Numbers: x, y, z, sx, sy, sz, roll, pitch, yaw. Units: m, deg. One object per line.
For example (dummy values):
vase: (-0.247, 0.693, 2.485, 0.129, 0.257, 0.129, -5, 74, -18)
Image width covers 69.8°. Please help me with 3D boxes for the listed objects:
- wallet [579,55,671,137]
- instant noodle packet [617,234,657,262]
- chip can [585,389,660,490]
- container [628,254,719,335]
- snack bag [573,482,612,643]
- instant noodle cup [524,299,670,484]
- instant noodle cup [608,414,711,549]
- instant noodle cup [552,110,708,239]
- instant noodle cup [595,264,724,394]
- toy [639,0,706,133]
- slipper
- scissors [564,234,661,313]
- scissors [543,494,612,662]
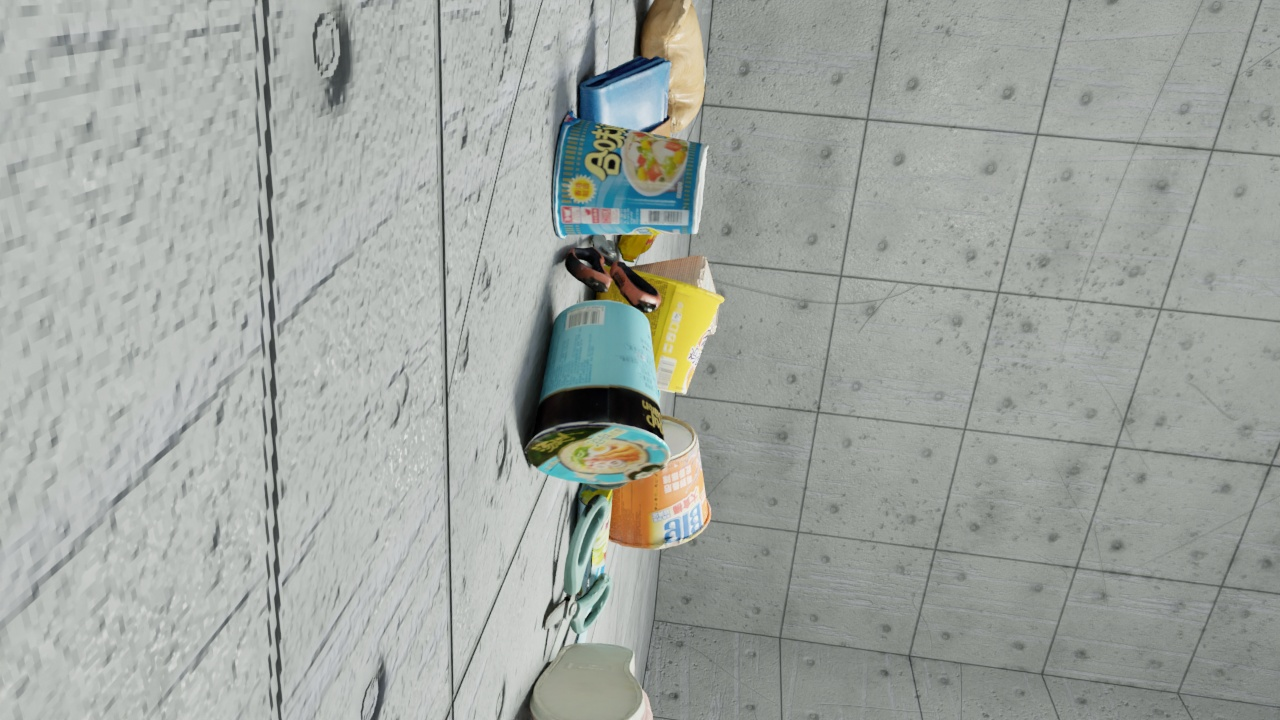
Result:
wallet: (-0.014, -0.189, 0.802, 0.106, 0.040, 0.133, -37, 142, -41)
instant noodle packet: (0.014, -0.188, 1.133, 0.111, 0.044, 0.128, -62, -176, 28)
chip can: (-0.023, 0.069, 1.020, 0.210, 0.071, 0.071, -69, 164, -71)
container: (0.033, -0.071, 1.117, 0.090, 0.111, 0.090, -75, 150, -60)
snack bag: (-0.057, 0.227, 1.049, 0.110, 0.039, 0.191, -97, -169, -68)
instant noodle cup: (-0.031, 0.022, 0.721, 0.111, 0.111, 0.120, 88, 2, -60)
instant noodle cup: (0.010, 0.141, 1.115, 0.151, 0.151, 0.111, -73, 162, -64)
instant noodle cup: (-0.006, -0.139, 0.716, 0.099, 0.110, 0.099, 9, 88, -85)
instant noodle cup: (0.008, -0.029, 0.955, 0.138, 0.138, 0.110, 5, 99, -85)
toy: (0.038, -0.380, 1.095, 0.226, 0.082, 0.143, 76, 8, -69)
slipper: (-0.047, 0.331, 0.896, 0.274, 0.114, 0.054, 123, -31, -86)
scissors: (-0.019, -0.084, 0.827, 0.206, 0.193, 0.015, 3, 120, -59)
scissors: (-0.056, 0.215, 0.943, 0.170, 0.019, 0.180, -5, 109, -70)
